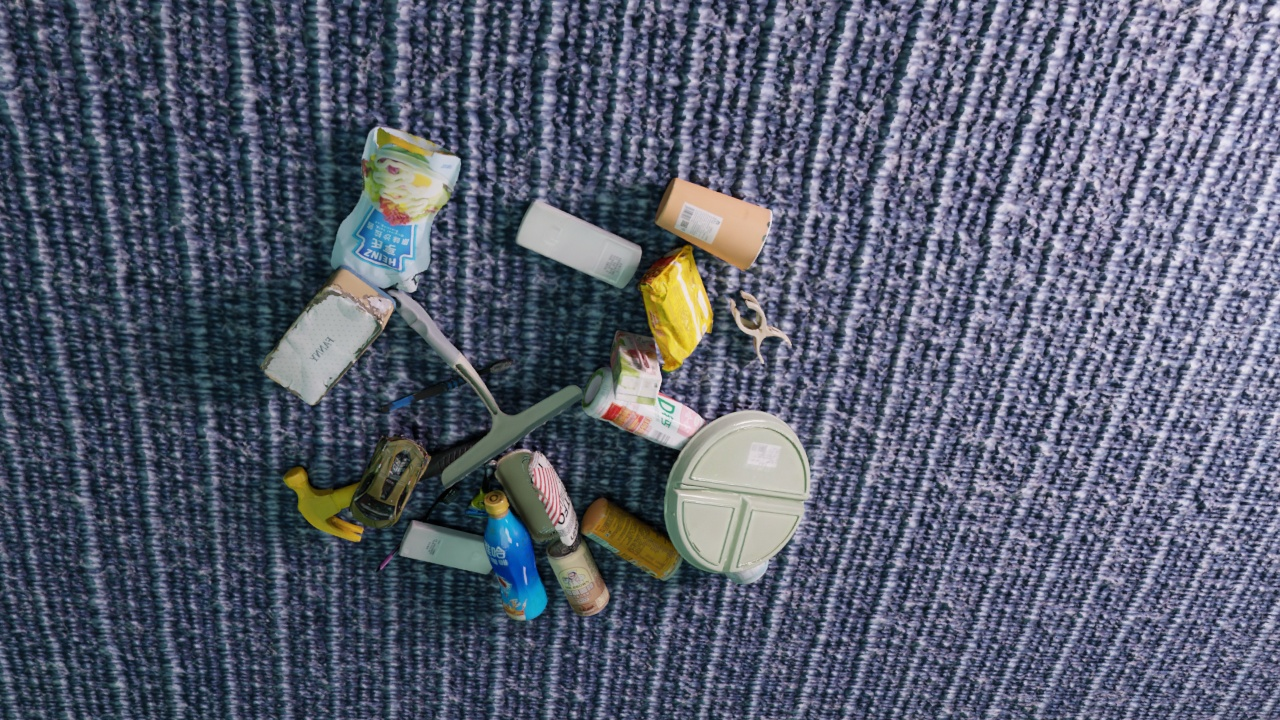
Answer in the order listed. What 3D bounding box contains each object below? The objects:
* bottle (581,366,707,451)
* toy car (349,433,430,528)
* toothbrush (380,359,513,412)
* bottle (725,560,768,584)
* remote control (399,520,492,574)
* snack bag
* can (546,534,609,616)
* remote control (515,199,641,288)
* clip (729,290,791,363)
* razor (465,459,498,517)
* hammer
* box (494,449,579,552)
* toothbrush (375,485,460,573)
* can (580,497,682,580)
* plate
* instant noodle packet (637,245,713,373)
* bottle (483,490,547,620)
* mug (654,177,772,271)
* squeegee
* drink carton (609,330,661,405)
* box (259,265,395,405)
[{"bbox_3d":[0.022,0.075,1.201,0.197,0.068,0.068,25,112,-20],"label":"bottle"},{"bbox_3d":[-0.328,0.161,1.196,0.070,0.042,0.158,24,115,-14],"label":"toy car"},{"bbox_3d":[-0.251,0.034,1.186,0.189,0.016,0.014,-20,110,7],"label":"toothbrush"},{"bbox_3d":[0.114,0.231,1.282,0.068,0.068,0.189,-28,115,10],"label":"bottle"},{"bbox_3d":[-0.266,0.263,1.291,0.135,0.019,0.056,17,115,-21],"label":"remote control"},{"bbox_3d":[-0.287,-0.169,1.070,0.110,0.038,0.191,17,116,-19],"label":"snack bag"},{"bbox_3d":[-0.089,0.306,1.311,0.058,0.058,0.116,-18,116,5],"label":"can"},{"bbox_3d":[-0.073,-0.140,1.107,0.150,0.021,0.058,23,113,-14],"label":"remote control"},{"bbox_3d":[0.148,-0.043,1.169,0.072,0.034,0.100,-35,122,12],"label":"clip"},{"bbox_3d":[-0.208,0.170,1.233,0.042,0.022,0.143,5,142,-13],"label":"razor"},{"bbox_3d":[-0.319,0.156,1.233,0.301,0.032,0.129,-21,117,7],"label":"hammer"},{"bbox_3d":[-0.140,0.194,1.242,0.086,0.075,0.162,-15,124,17],"label":"box"},{"bbox_3d":[-0.314,0.239,1.287,0.017,0.014,0.189,33,111,-29],"label":"toothbrush"},{"bbox_3d":[-0.012,0.251,1.289,0.146,0.058,0.058,35,109,-19],"label":"can"},{"bbox_3d":[0.136,0.180,1.226,0.229,0.027,0.230,-7,105,-27],"label":"plate"},{"bbox_3d":[0.044,-0.064,1.116,0.044,0.110,0.128,4,126,35],"label":"instant noodle packet"},{"bbox_3d":[-0.177,0.267,1.266,0.065,0.065,0.219,-8,125,0],"label":"bottle"},{"bbox_3d":[0.083,-0.164,1.079,0.122,0.078,0.078,21,113,-10],"label":"mug"},{"bbox_3d":[-0.232,0.006,1.151,0.247,0.039,0.246,-34,101,23],"label":"squeegee"},{"bbox_3d":[-0.007,0.007,1.130,0.053,0.122,0.046,11,114,-9],"label":"drink carton"},{"bbox_3d":[-0.382,-0.024,1.112,0.090,0.062,0.185,40,118,-20],"label":"box"}]
